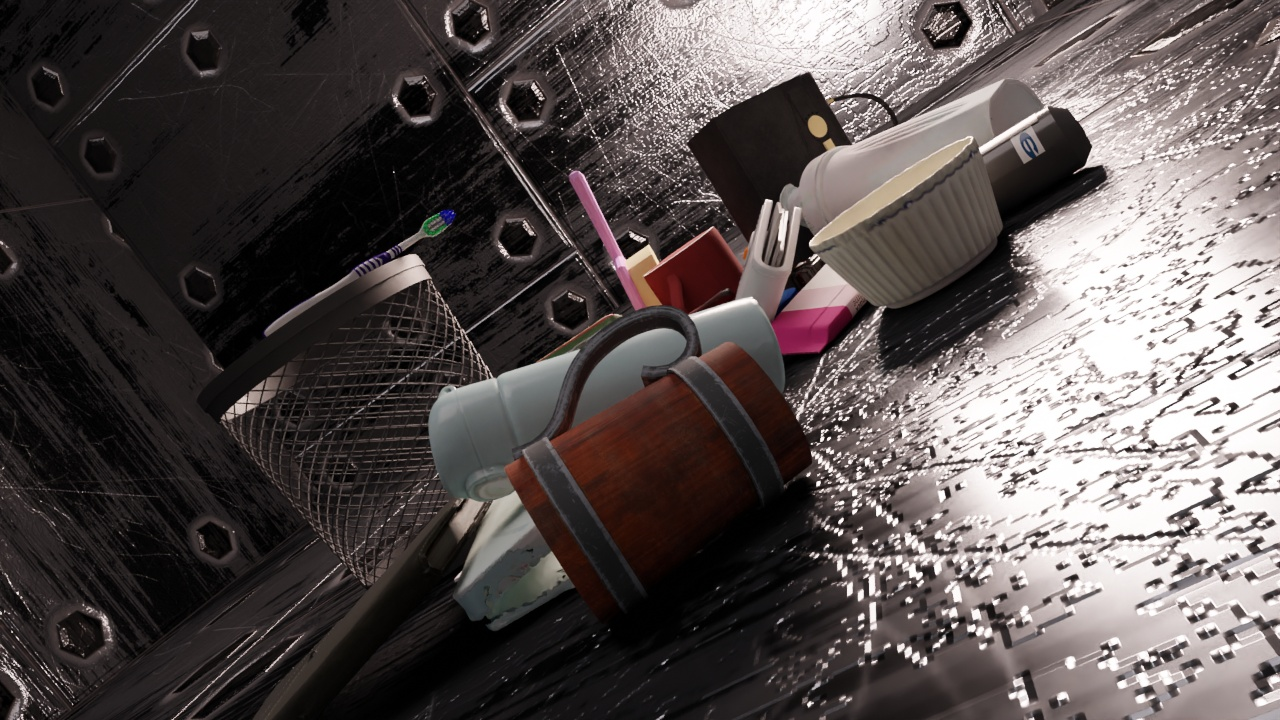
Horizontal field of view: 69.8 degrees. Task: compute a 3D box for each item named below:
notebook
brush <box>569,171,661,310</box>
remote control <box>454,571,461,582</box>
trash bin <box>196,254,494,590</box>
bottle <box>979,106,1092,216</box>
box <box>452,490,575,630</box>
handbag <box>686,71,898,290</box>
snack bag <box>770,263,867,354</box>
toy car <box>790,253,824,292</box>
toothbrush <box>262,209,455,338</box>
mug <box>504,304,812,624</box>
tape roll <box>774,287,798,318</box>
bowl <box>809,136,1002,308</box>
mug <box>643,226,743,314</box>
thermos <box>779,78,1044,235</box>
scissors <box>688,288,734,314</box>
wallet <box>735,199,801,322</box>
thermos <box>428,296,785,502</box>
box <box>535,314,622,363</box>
[{"bbox_3d":[-0.171,0.166,0.547,0.209,0.029,0.169,-45,5,6],"label":"notebook"},{"bbox_3d":[-0.007,-0.109,1.002,0.043,0.228,0.089,-27,7,6],"label":"brush"},{"bbox_3d":[-0.096,0.127,0.678,0.028,0.012,0.124,-32,7,27],"label":"remote control"},{"bbox_3d":[-0.216,0.064,0.800,0.218,0.227,0.217,-35,6,4],"label":"trash bin"},{"bbox_3d":[0.236,-0.121,0.605,0.113,0.047,0.046,-32,7,31],"label":"bottle"},{"bbox_3d":[-0.069,0.102,0.559,0.083,0.067,0.199,-16,7,-3],"label":"box"},{"bbox_3d":[0.179,-0.195,0.901,0.195,0.176,0.072,-34,5,-17],"label":"handbag"},{"bbox_3d":[0.155,-0.064,0.658,0.196,0.016,0.070,-45,25,-29],"label":"snack bag"},{"bbox_3d":[0.154,-0.074,0.717,0.092,0.040,0.037,-40,9,-37],"label":"toy car"},{"bbox_3d":[-0.229,-0.073,0.757,0.186,0.015,0.016,-38,12,-19],"label":"toothbrush"},{"bbox_3d":[0.000,0.036,0.407,0.111,0.117,0.081,-33,-31,-7],"label":"mug"},{"bbox_3d":[0.098,-0.029,0.789,0.092,0.016,0.092,-41,8,-39],"label":"tape roll"},{"bbox_3d":[0.170,-0.079,0.567,0.115,0.062,0.115,-35,6,4],"label":"bowl"},{"bbox_3d":[0.058,-0.061,0.879,0.081,0.096,0.116,-32,7,30],"label":"mug"},{"bbox_3d":[0.222,-0.151,0.757,0.099,0.099,0.221,-39,12,-30],"label":"thermos"},{"bbox_3d":[0.002,-0.001,0.765,0.198,0.015,0.179,-37,6,-5],"label":"scissors"},{"bbox_3d":[0.096,-0.073,0.689,0.118,0.037,0.115,-70,-6,-53],"label":"wallet"},{"bbox_3d":[-0.021,0.023,0.542,0.206,0.078,0.065,-18,-40,-8],"label":"thermos"},{"bbox_3d":[-0.066,0.027,0.912,0.206,0.050,0.117,-32,-19,28],"label":"box"}]
